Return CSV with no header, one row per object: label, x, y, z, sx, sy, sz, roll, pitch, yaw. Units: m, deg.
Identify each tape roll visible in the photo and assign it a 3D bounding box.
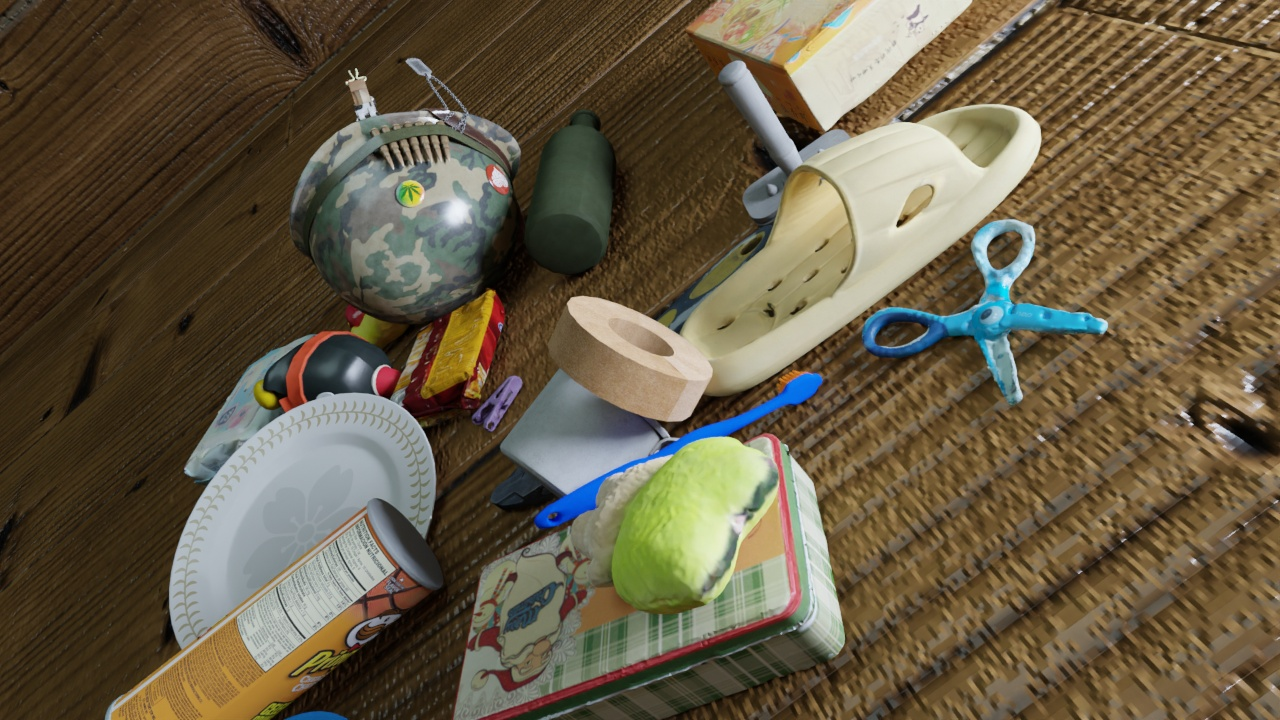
tape roll,-0.006,-0.002,0.534,0.027,0.094,0.094,-63,29,18

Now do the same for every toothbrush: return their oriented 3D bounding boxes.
toothbrush,0.022,0.049,0.521,0.182,0.016,0.018,-27,25,-6

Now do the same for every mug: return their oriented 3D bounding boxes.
mug,-0.023,0.057,0.554,0.113,0.084,0.070,32,78,23

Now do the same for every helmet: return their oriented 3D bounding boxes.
helmet,-0.217,-0.153,0.872,0.224,0.193,0.236,-38,68,-16

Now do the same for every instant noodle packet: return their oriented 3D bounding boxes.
instant noodle packet,-0.165,0.002,0.791,0.099,0.039,0.135,-29,32,25

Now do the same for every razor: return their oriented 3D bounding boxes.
razor,0.090,-0.157,0.633,0.088,0.116,0.047,-33,39,14

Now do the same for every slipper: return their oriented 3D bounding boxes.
slipper,0.115,-0.085,0.564,0.261,0.079,0.111,-41,30,4

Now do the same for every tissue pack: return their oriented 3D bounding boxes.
tissue pack,-0.370,0.050,0.924,0.112,0.070,0.181,-22,38,30

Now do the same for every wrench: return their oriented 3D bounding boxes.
wrench,-0.004,0.004,0.636,0.273,0.022,0.073,-43,34,1

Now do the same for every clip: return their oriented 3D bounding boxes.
clip,-0.116,0.035,0.727,0.046,0.014,0.050,-14,46,40

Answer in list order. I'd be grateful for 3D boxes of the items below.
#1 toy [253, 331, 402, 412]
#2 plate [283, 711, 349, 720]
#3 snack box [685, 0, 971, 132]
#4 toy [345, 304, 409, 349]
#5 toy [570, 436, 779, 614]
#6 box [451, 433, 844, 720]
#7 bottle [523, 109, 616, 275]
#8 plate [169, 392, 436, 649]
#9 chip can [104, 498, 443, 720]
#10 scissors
toy,-0.270,0.021,0.831,0.119,0.097,0.099,-7,43,39
plate,-0.221,0.312,0.514,0.225,0.024,0.223,-28,36,22
snack box,0.143,-0.266,0.733,0.145,0.080,0.195,-41,33,3
toy,-0.275,-0.065,0.971,0.106,0.067,0.137,-29,48,25
toy,0.011,0.075,0.435,0.115,0.046,0.092,-7,44,52
box,-0.002,0.125,0.476,0.206,0.050,0.117,-26,37,22
bottle,-0.059,-0.166,0.840,0.072,0.071,0.206,-26,37,24
plate,-0.264,0.134,0.720,0.243,0.016,0.242,-12,54,17
chip can,-0.240,0.188,0.611,0.215,0.075,0.075,-38,33,-2
scissors,0.174,-0.022,0.491,0.134,0.012,0.133,-23,39,26
